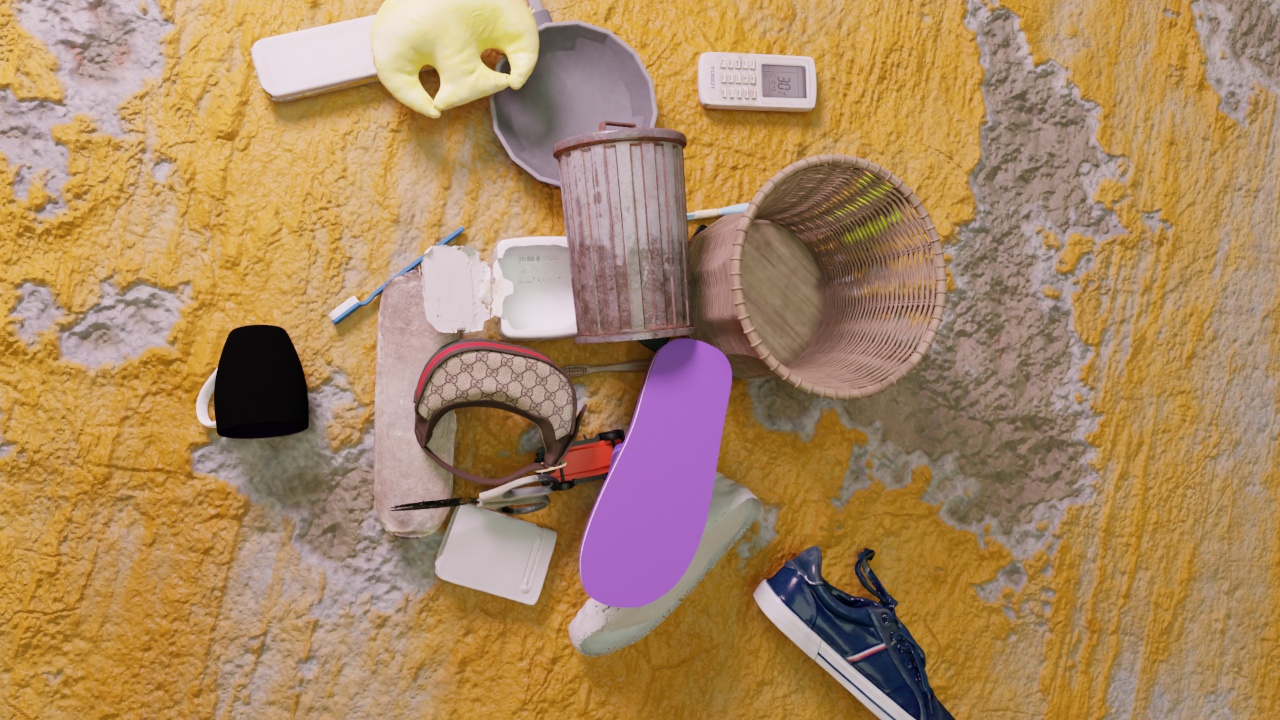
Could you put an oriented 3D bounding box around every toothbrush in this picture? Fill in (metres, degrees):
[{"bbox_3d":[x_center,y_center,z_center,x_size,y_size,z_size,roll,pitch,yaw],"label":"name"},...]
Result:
[{"bbox_3d":[0.103,-0.167,1.027,0.155,0.016,0.022,-10,124,-11],"label":"toothbrush"},{"bbox_3d":[-0.006,0.006,1.002,0.166,0.016,0.016,-5,88,-12],"label":"toothbrush"},{"bbox_3d":[-0.253,-0.091,0.954,0.166,0.016,0.014,-39,93,-10],"label":"toothbrush"}]

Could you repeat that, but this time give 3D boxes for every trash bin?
[{"bbox_3d":[-0.013,-0.127,0.902,0.130,0.131,0.211,-6,93,-12],"label":"trash bin"}]

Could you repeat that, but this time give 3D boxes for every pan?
[{"bbox_3d":[-0.103,-0.351,0.975,0.178,0.041,0.357,-20,93,-11],"label":"pan"}]

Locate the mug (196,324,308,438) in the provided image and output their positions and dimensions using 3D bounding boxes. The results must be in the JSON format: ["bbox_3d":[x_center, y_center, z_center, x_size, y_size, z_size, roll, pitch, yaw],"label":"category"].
[{"bbox_3d":[-0.386,0.023,0.900,0.119,0.085,0.100,-12,77,18],"label":"mug"}]

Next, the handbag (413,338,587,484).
[{"bbox_3d":[-0.140,0.054,0.908,0.166,0.063,0.138,11,100,-18],"label":"handbag"}]

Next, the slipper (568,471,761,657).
[{"bbox_3d":[0.019,0.215,0.975,0.246,0.074,0.112,-44,128,-7],"label":"slipper"}]

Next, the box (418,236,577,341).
[{"bbox_3d":[-0.140,-0.073,0.946,0.190,0.083,0.110,-4,88,-28],"label":"box"}]

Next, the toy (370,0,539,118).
[{"bbox_3d":[-0.187,-0.329,0.913,0.170,0.064,0.155,-21,94,-6],"label":"toy"}]

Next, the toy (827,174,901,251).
[{"bbox_3d":[0.258,-0.167,1.049,0.094,0.036,0.093,15,81,-17],"label":"toy"}]

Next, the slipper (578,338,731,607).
[{"bbox_3d":[0.015,0.111,0.919,0.107,0.084,0.266,18,83,-8],"label":"slipper"}]

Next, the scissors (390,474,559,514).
[{"bbox_3d":[-0.163,0.145,0.920,0.170,0.132,0.012,-19,61,2],"label":"scissors"}]

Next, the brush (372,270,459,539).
[{"bbox_3d":[-0.228,0.046,0.935,0.083,0.057,0.271,1,89,-13],"label":"brush"}]

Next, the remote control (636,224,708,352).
[{"bbox_3d":[0.043,-0.079,1.012,0.041,0.020,0.151,34,82,-8],"label":"remote control"}]

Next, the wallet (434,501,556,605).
[{"bbox_3d":[-0.151,0.201,0.960,0.116,0.032,0.086,25,81,-19],"label":"wallet"}]

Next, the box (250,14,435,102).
[{"bbox_3d":[-0.289,-0.316,0.945,0.209,0.033,0.064,-17,91,-12],"label":"box"}]

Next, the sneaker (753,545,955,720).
[{"bbox_3d":[0.269,0.310,1.008,0.294,0.120,0.127,43,94,-5],"label":"sneaker"}]

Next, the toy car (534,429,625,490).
[{"bbox_3d":[-0.061,0.105,0.972,0.100,0.049,0.051,-11,91,-11],"label":"toy car"}]

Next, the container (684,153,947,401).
[{"bbox_3d":[0.155,-0.075,0.931,0.226,0.196,0.227,1,88,-19],"label":"container"}]

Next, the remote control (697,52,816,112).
[{"bbox_3d":[0.131,-0.311,1.030,0.138,0.025,0.060,-1,89,-11],"label":"remote control"}]
